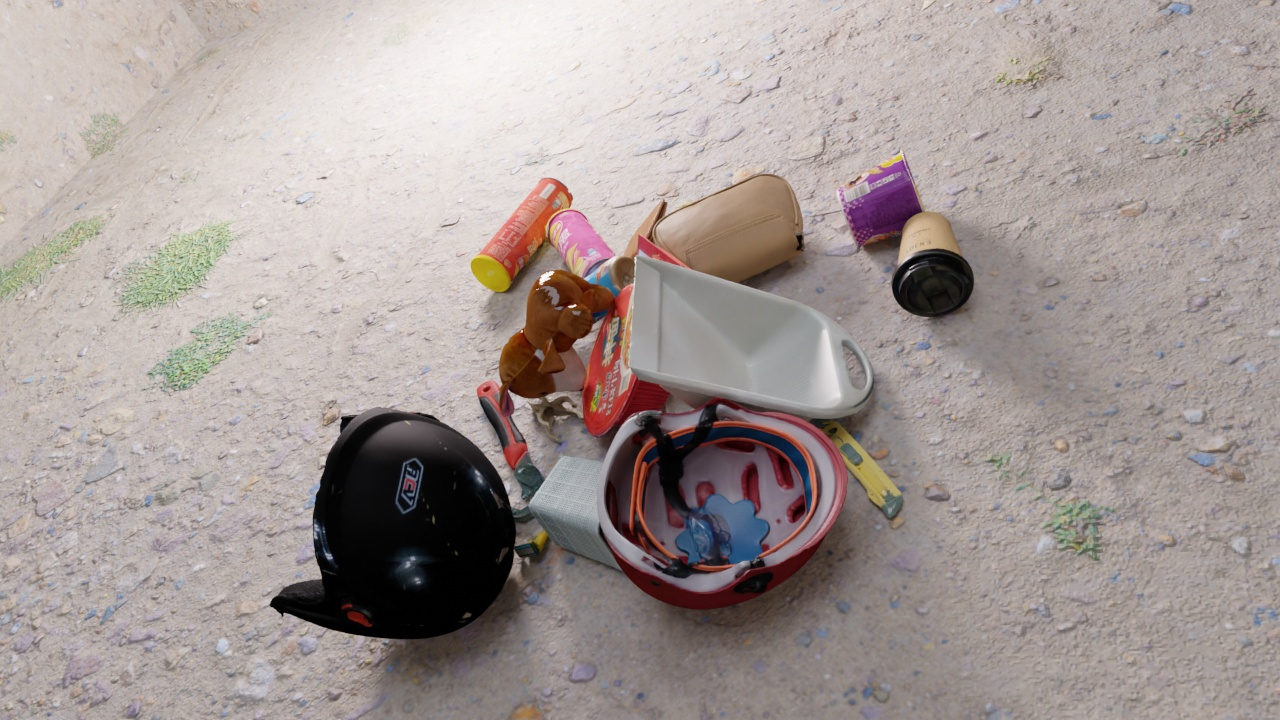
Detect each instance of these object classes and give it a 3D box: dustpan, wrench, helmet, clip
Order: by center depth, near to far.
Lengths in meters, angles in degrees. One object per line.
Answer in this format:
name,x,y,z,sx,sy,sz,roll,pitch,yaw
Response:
helmet,0.079,0.154,0.919,0.240,0.144,0.206,-6,50,-2
helmet,-0.249,0.174,0.975,0.230,0.275,0.233,10,60,0
dustpan,0.130,-0.023,1.033,0.143,0.257,0.222,-37,29,27
clip,-0.124,0.075,1.191,0.103,0.035,0.092,4,47,37
wrench,-0.172,0.107,1.196,0.056,0.016,0.273,-27,41,-2

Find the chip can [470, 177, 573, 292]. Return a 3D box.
chip can,-0.192,-0.210,1.501,0.073,0.073,0.216,7,51,33

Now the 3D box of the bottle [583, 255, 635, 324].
bottle,-0.081,-0.075,1.259,0.219,0.065,0.065,-26,30,46

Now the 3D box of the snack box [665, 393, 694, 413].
snack box,0.072,0.052,1.101,0.085,0.027,0.156,-11,45,4

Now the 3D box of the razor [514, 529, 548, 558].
razor,-0.103,0.173,1.079,0.043,0.028,0.132,-28,29,51

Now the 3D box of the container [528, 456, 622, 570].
container,-0.052,0.166,1.015,0.112,0.090,0.089,7,50,37

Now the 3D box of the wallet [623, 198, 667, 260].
wallet,0.001,-0.176,1.364,0.101,0.020,0.115,-45,19,44

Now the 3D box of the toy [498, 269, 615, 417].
toy,-0.112,-0.017,1.164,0.200,0.130,0.139,-49,1,30

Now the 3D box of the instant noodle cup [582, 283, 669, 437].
instant noodle cup,-0.007,0.007,1.123,0.065,0.194,0.193,17,38,-19

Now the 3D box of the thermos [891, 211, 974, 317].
thermos,0.351,-0.120,1.112,0.093,0.093,0.143,-8,36,20

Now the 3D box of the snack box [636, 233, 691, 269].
snack box,0.035,-0.091,1.210,0.044,0.127,0.113,-9,33,-28

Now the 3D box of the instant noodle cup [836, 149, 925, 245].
instant noodle cup,0.319,-0.207,1.211,0.099,0.111,0.111,-21,39,20

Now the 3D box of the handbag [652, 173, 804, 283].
handbag,0.128,-0.168,1.274,0.204,0.100,0.147,-22,48,5

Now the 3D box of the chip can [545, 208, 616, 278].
chip can,-0.082,-0.161,1.375,0.071,0.071,0.210,-30,34,-4

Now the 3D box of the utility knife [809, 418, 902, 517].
utility knife,0.226,0.101,0.998,0.031,0.020,0.196,-28,35,-5
